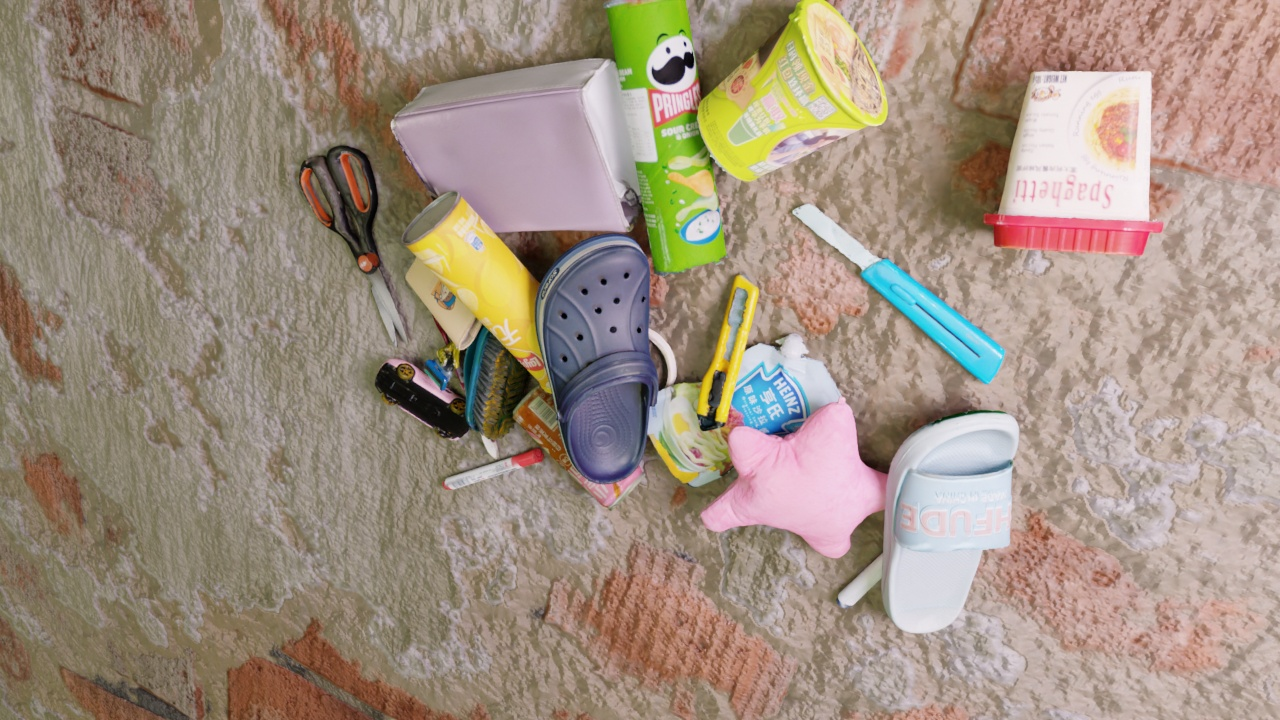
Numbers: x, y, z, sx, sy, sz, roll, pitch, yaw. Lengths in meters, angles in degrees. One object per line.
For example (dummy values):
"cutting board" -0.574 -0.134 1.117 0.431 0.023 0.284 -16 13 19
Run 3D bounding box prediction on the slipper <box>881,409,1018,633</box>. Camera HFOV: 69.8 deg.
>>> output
"slipper" 0.271 0.153 0.813 0.104 0.074 0.246 0 118 -7

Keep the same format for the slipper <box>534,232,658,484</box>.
"slipper" -0.036 0.011 0.852 0.105 0.095 0.253 -9 117 -18

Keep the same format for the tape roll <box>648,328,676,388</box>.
"tape roll" -0.006 0.005 0.930 0.086 0.013 0.086 10 115 21

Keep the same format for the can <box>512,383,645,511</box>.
"can" -0.065 0.088 0.966 0.147 0.057 0.058 44 122 2

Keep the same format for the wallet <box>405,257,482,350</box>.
"wallet" -0.197 -0.081 0.957 0.115 0.024 0.087 49 118 27

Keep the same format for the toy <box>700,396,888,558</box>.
"toy" 0.164 0.110 0.850 0.194 0.074 0.179 14 122 -8

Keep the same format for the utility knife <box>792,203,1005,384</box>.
"utility knife" 0.222 -0.063 0.795 0.225 0.018 0.034 41 122 6

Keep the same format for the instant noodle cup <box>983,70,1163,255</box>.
"instant noodle cup" 0.318 -0.143 0.670 0.116 0.116 0.124 8 101 22

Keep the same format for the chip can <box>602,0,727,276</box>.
"chip can" 0.024 -0.196 0.799 0.072 0.072 0.236 -2 111 25

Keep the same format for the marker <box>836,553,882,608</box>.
"marker" 0.238 0.202 0.899 0.022 0.018 0.131 33 121 -2

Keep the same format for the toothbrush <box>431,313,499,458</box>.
"toothbrush" -0.192 0.024 1.024 0.017 0.016 0.187 -16 103 19

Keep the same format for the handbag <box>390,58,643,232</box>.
"handbag" -0.104 -0.189 0.845 0.197 0.098 0.145 0 127 24

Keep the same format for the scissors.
"scissors" -0.295 -0.125 1.004 0.153 0.021 0.234 -38 92 31

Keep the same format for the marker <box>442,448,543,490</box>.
"marker" -0.172 0.126 1.056 0.146 0.017 0.017 -20 102 30

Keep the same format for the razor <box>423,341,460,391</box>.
"razor" -0.192 -0.038 0.986 0.043 0.022 0.143 39 112 34

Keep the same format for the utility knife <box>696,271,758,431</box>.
"utility knife" 0.080 -0.006 0.859 0.033 0.015 0.156 17 99 26

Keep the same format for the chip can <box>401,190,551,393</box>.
"chip can" -0.130 -0.062 0.880 0.072 0.071 0.213 -22 125 30

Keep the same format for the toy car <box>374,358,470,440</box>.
"toy car" -0.244 0.042 1.044 0.122 0.037 0.056 35 126 -6

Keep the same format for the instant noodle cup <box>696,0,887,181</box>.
"instant noodle cup" 0.114 -0.207 0.738 0.124 0.111 0.111 -28 98 38

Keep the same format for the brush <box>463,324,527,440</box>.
"brush" -0.160 0.012 0.982 0.073 0.055 0.144 36 123 34

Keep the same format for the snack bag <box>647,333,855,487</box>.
"snack bag" 0.099 0.050 0.889 0.191 0.038 0.110 -26 92 28
